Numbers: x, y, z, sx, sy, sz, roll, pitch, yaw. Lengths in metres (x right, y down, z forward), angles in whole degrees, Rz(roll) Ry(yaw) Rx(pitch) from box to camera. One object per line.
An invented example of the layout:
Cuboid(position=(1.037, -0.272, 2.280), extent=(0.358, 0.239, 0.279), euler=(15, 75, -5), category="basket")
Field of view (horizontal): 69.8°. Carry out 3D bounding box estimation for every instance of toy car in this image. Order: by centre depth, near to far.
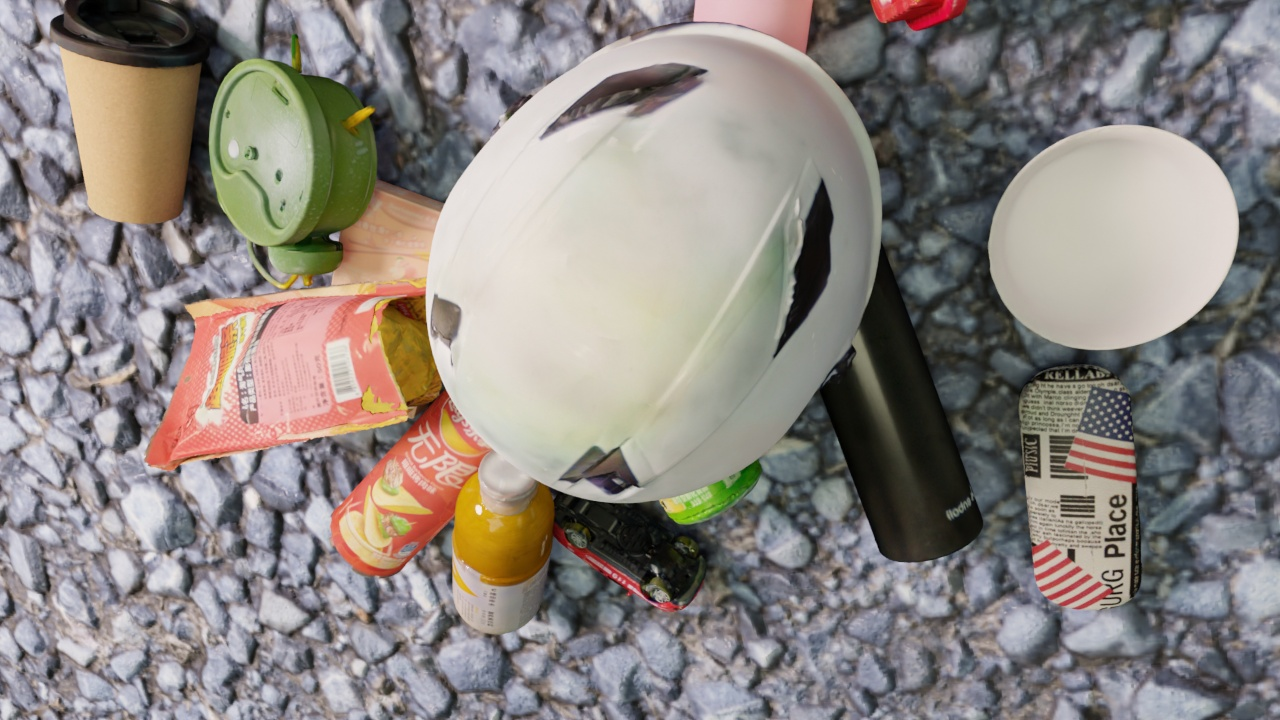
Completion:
Cuboid(position=(-0.011, 0.133, 0.654), extent=(0.120, 0.052, 0.045), euler=(32, 140, 10), category="toy car")

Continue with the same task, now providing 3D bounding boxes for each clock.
Cuboid(position=(-0.233, -0.121, 0.609), extent=(0.116, 0.056, 0.162), euler=(44, 122, 23), category="clock")

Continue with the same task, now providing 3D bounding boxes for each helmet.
Cuboid(position=(-0.007, -0.035, 0.457), extent=(0.229, 0.145, 0.259), euler=(42, 119, 0), category="helmet")

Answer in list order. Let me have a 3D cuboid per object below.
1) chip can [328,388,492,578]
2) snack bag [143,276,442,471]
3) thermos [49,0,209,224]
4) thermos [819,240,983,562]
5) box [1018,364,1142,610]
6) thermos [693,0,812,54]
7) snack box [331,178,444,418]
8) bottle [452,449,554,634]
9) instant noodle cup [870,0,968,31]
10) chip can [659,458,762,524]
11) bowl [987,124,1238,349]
Cuboid(position=(-0.138, 0.071, 0.651), extent=(0.073, 0.073, 0.217), euler=(44, 118, -2), category="chip can")
Cuboid(position=(-0.238, 0.004, 0.623), extent=(0.208, 0.073, 0.128), euler=(-9, 63, 19), category="snack bag")
Cuboid(position=(-0.346, -0.171, 0.627), extent=(0.093, 0.092, 0.143), euler=(22, 121, 7), category="thermos")
Cuboid(position=(0.128, 0.007, 0.556), extent=(0.069, 0.089, 0.242), euler=(-4, 113, 61), category="thermos")
Cuboid(position=(0.272, 0.080, 0.568), extent=(0.068, 0.051, 0.164), euler=(-8, 108, 7), category="box")
Cuboid(position=(0.061, -0.197, 0.501), extent=(0.067, 0.087, 0.199), euler=(9, 111, 7), category="thermos")
Cuboid(position=(-0.178, -0.043, 0.653), extent=(0.084, 0.026, 0.157), euler=(21, 112, 9), category="snack box")
Cuboid(position=(-0.094, 0.124, 0.626), extent=(0.068, 0.067, 0.190), euler=(23, 141, 7), category="bottle")
Cuboid(position=(0.174, -0.237, 0.450), extent=(0.124, 0.116, 0.116), euler=(-17, 103, 8), category="instant noodle cup")
Cuboid(position=(-0.004, 0.003, 0.596), extent=(0.073, 0.072, 0.221), euler=(-30, 98, 22), category="chip can")
Cuboid(position=(0.251, -0.071, 0.504), extent=(0.118, 0.064, 0.118), euler=(5, 109, 15), category="bowl")
